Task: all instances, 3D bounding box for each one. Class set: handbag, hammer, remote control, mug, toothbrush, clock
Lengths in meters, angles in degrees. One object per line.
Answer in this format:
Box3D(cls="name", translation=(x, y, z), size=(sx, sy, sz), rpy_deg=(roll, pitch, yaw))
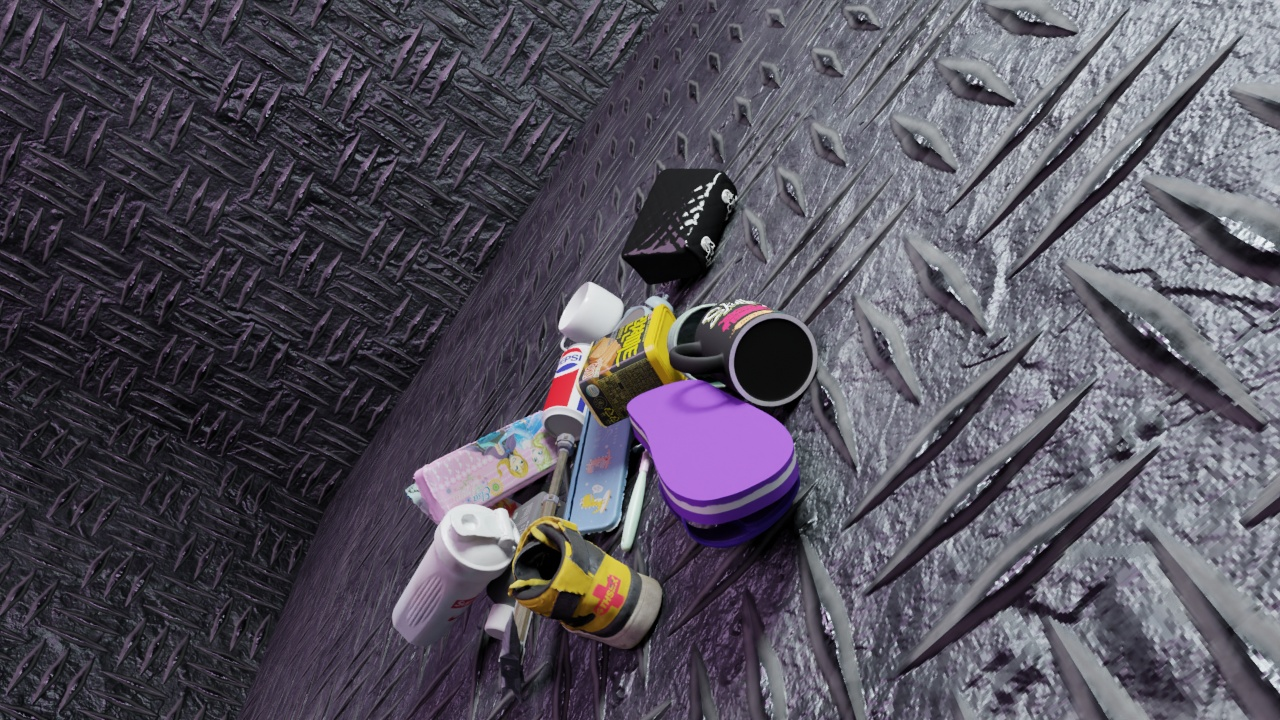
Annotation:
Box3D(cls="handbag", translation=(0.067, -0.169, 1.221), size=(0.125, 0.114, 0.153), rpy_deg=(1, 56, 43))
Box3D(cls="hammer", translation=(-0.111, 0.202, 1.035), size=(0.316, 0.028, 0.147), rpy_deg=(-80, -3, -46))
Box3D(cls="remote control", translation=(-0.149, 0.189, 1.292), size=(0.147, 0.015, 0.033), rpy_deg=(-25, 38, 60))
Box3D(cls="mug", translation=(0.085, -0.007, 0.825), size=(0.098, 0.118, 0.082), rpy_deg=(-141, 45, -72))
Box3D(cls="mug", translation=(0.064, -0.001, 0.934), size=(0.104, 0.084, 0.111), rpy_deg=(-165, 86, -82))
Box3D(cls="toothbrush", translation=(0.001, 0.135, 0.979), size=(0.022, 0.015, 0.154), rpy_deg=(-41, 25, 47))
Box3D(cls="mug", translation=(-0.080, -0.058, 1.420), size=(0.115, 0.068, 0.094), rpy_deg=(-62, 18, -8))
Box3D(cls="clock", translation=(-0.006, -0.022, 1.201), size=(0.123, 0.045, 0.159), rpy_deg=(-23, 41, 60))

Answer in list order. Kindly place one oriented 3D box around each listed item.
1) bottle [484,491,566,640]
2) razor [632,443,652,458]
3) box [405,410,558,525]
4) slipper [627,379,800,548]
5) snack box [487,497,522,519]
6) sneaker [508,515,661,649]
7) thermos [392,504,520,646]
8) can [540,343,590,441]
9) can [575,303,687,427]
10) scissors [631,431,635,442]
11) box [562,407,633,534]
Box3D(cls="bottle", translation=(-0.146, 0.255, 1.125), size=(0.084, 0.046, 0.173), rpy_deg=(-38, 27, 48))
Box3D(cls="razor", translation=(0.036, 0.100, 0.936), size=(0.042, 0.022, 0.144), rpy_deg=(-26, 15, -16))
Box3D(cls="box", translation=(-0.202, 0.146, 1.214), size=(0.071, 0.084, 0.229), rpy_deg=(-27, 0, 40))
Box3D(cls="slipper", translation=(0.061, 0.094, 0.771), size=(0.107, 0.084, 0.266), rpy_deg=(-19, 17, -9))
Box3D(cls="snack box", translation=(-0.202, 0.235, 1.230), size=(0.080, 0.094, 0.092), rpy_deg=(-51, 19, 22))
Box3D(cls="sneaker", translation=(-0.079, 0.210, 0.897), size=(0.086, 0.122, 0.239), rpy_deg=(-62, 19, -17))
Box3D(cls="thermos", translation=(-0.226, 0.258, 1.112), size=(0.221, 0.099, 0.099), rpy_deg=(-53, 18, 34))
Box3D(cls="can", translation=(-0.090, 0.044, 1.278), size=(0.070, 0.070, 0.131), rpy_deg=(-42, 24, 42))
Box3D(cls="can", translation=(-0.006, 0.006, 1.031), size=(0.101, 0.072, 0.130), rpy_deg=(-26, 20, 19))
Box3D(cls="scissors", translation=(-0.048, 0.128, 1.126), size=(0.170, 0.013, 0.177), rpy_deg=(-63, 20, -4))
Box3D(cls="box", translation=(-0.056, 0.118, 1.078), size=(0.125, 0.043, 0.208), rpy_deg=(-41, 31, 45))
